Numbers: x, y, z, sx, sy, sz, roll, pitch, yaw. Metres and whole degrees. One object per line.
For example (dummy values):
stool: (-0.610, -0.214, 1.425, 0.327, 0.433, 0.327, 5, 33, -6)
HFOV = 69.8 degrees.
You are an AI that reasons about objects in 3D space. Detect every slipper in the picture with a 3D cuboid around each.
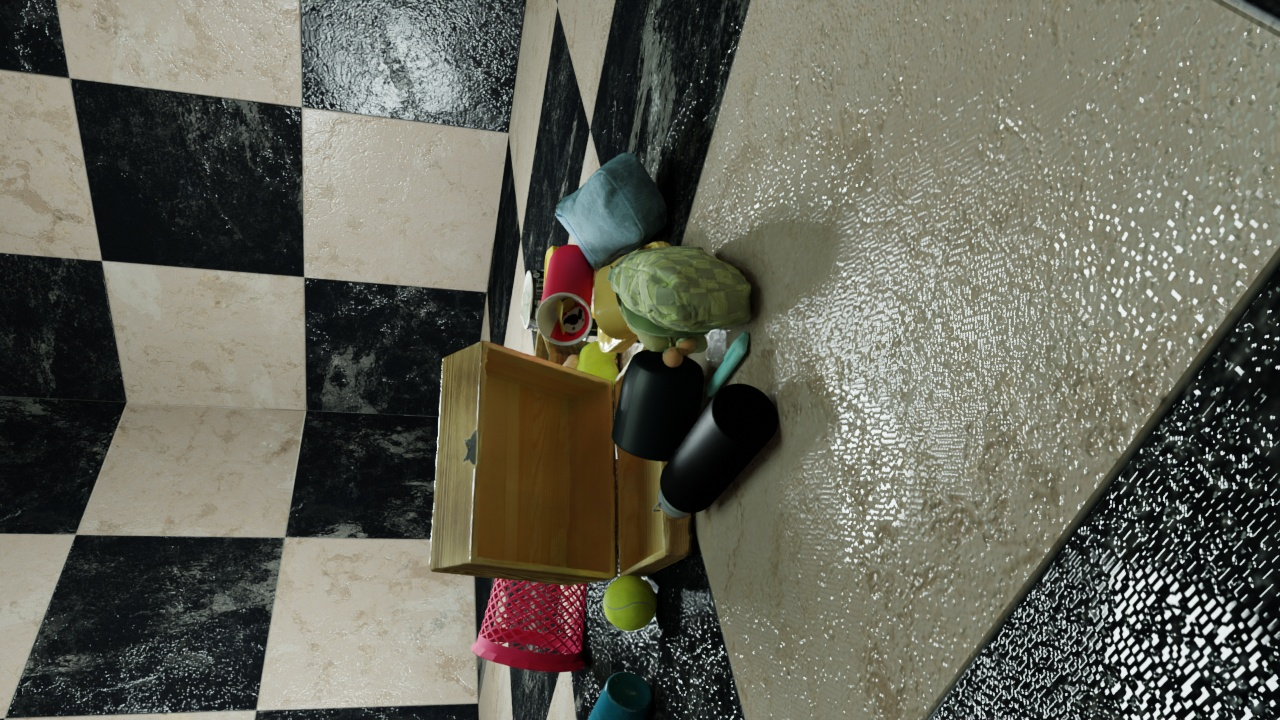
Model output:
slipper: (-0.024, -0.077, 1.157, 0.264, 0.078, 0.099, 137, 138, -66)

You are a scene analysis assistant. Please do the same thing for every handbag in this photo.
handbag: (0.038, -0.053, 0.924, 0.186, 0.113, 0.117, -135, 43, -70)
handbag: (-0.030, -0.202, 1.222, 0.122, 0.118, 0.192, 54, 152, -4)

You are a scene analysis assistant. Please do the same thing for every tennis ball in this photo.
tennis ball: (-0.012, 0.293, 1.110, 0.065, 0.065, 0.065, -177, 91, -75)

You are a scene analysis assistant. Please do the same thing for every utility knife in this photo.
utility knife: (0.074, 0.025, 0.946, 0.180, 0.015, 0.022, 118, 164, -56)

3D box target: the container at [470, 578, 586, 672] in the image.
container: (-0.160, 0.362, 1.476, 0.183, 0.183, 0.225, 165, 115, -74)

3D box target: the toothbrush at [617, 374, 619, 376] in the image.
toothbrush: (-0.007, 0.007, 1.259, 0.181, 0.015, 0.018, 133, 144, -68)

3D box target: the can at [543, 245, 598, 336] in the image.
can: (-0.095, -0.105, 1.437, 0.075, 0.104, 0.135, 172, 102, -75)

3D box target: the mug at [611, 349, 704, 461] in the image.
mug: (0.028, 0.040, 0.978, 0.121, 0.085, 0.095, -29, -45, -60)

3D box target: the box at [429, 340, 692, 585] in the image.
box: (-0.050, 0.120, 1.129, 0.316, 0.281, 0.278, -20, 62, 38)

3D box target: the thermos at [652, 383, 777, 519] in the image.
thermos: (0.061, 0.102, 0.889, 0.232, 0.061, 0.061, 118, 152, -57)

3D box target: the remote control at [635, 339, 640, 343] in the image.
remote control: (0.019, -0.063, 1.176, 0.137, 0.015, 0.032, 127, 144, -60)

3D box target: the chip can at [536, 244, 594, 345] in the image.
chip can: (-0.097, -0.094, 1.235, 0.220, 0.069, 0.069, -94, 13, -66)

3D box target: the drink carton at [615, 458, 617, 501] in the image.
drink carton: (-0.050, 0.195, 1.323, 0.130, 0.040, 0.064, 116, 154, -56)

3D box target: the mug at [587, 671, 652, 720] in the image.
mug: (-0.029, 0.447, 1.132, 0.078, 0.078, 0.122, -110, 33, -57)

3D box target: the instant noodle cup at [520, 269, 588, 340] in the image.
instant noodle cup: (-0.149, -0.105, 1.628, 0.137, 0.112, 0.137, -177, 91, -74)

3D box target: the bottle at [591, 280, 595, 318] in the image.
bottle: (-0.043, -0.093, 1.321, 0.109, 0.063, 0.063, 160, 113, -72)

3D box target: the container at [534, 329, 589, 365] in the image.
container: (-0.169, 0.078, 1.510, 0.157, 0.186, 0.250, -121, 37, -65)

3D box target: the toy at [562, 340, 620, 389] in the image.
toy: (-0.082, 0.018, 1.381, 0.046, 0.115, 0.092, 45, -148, -55)
